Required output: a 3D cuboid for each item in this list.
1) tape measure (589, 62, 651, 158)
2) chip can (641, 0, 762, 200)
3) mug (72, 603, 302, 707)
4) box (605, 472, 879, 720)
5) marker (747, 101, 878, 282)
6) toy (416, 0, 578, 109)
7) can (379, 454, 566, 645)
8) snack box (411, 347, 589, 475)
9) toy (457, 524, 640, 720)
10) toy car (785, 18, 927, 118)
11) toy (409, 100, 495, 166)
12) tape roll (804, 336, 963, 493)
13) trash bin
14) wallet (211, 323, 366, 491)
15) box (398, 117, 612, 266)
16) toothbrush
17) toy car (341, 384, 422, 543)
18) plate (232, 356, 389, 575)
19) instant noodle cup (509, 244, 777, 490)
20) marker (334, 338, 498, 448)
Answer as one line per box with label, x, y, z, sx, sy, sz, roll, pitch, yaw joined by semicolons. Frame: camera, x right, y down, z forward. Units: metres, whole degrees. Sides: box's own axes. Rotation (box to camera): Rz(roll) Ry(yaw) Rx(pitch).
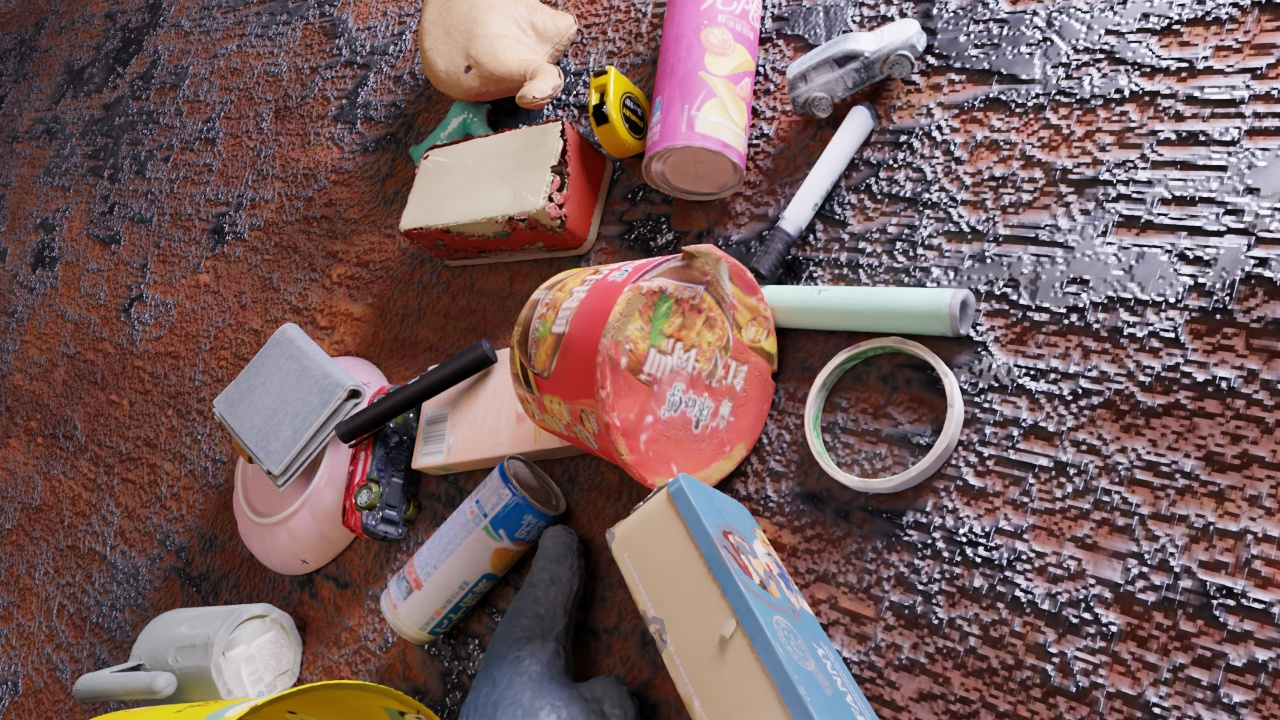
tape measure;-0.016;-0.178;0.675;0.029;0.060;0.057;-10;70;34
chip can;0.047;-0.219;0.636;0.072;0.071;0.210;-6;66;35
mug;-0.337;0.232;0.693;0.104;0.123;0.083;-13;84;30
box;0.056;0.146;0.455;0.060;0.089;0.184;-43;53;12
marker;0.107;-0.104;0.567;0.018;0.022;0.130;32;82;15
toy;-0.124;-0.273;0.783;0.143;0.082;0.225;-24;58;14
can;-0.113;0.127;0.613;0.135;0.053;0.053;-46;50;11
snack box;-0.097;0.033;0.662;0.158;0.026;0.084;-11;63;33
toy;-0.034;0.255;0.482;0.138;0.091;0.356;-24;54;-6
toy car;0.133;-0.186;0.574;0.091;0.034;0.042;-20;31;28
toy;-0.163;-0.199;0.815;0.092;0.030;0.096;-52;52;9
tape roll;0.131;0.029;0.499;0.086;0.014;0.085;-16;61;31
trash bin;-0.257;0.308;0.541;0.256;0.229;0.229;-15;62;38
wallet;-0.287;0.037;0.745;0.130;0.037;0.106;32;79;40
box;-0.114;-0.129;0.715;0.169;0.076;0.091;0;69;38
toothbrush;0.086;-0.032;0.553;0.225;0.026;0.027;5;45;39
toy car;-0.195;0.078;0.698;0.045;0.053;0.120;-6;65;30
plate;-0.286;0.082;0.774;0.193;0.039;0.192;-16;61;31
instant noodle cup;-0.003;0.003;0.543;0.109;0.137;0.137;8;75;48
marker;-0.163;0.025;0.665;0.132;0.020;0.022;-29;77;8
